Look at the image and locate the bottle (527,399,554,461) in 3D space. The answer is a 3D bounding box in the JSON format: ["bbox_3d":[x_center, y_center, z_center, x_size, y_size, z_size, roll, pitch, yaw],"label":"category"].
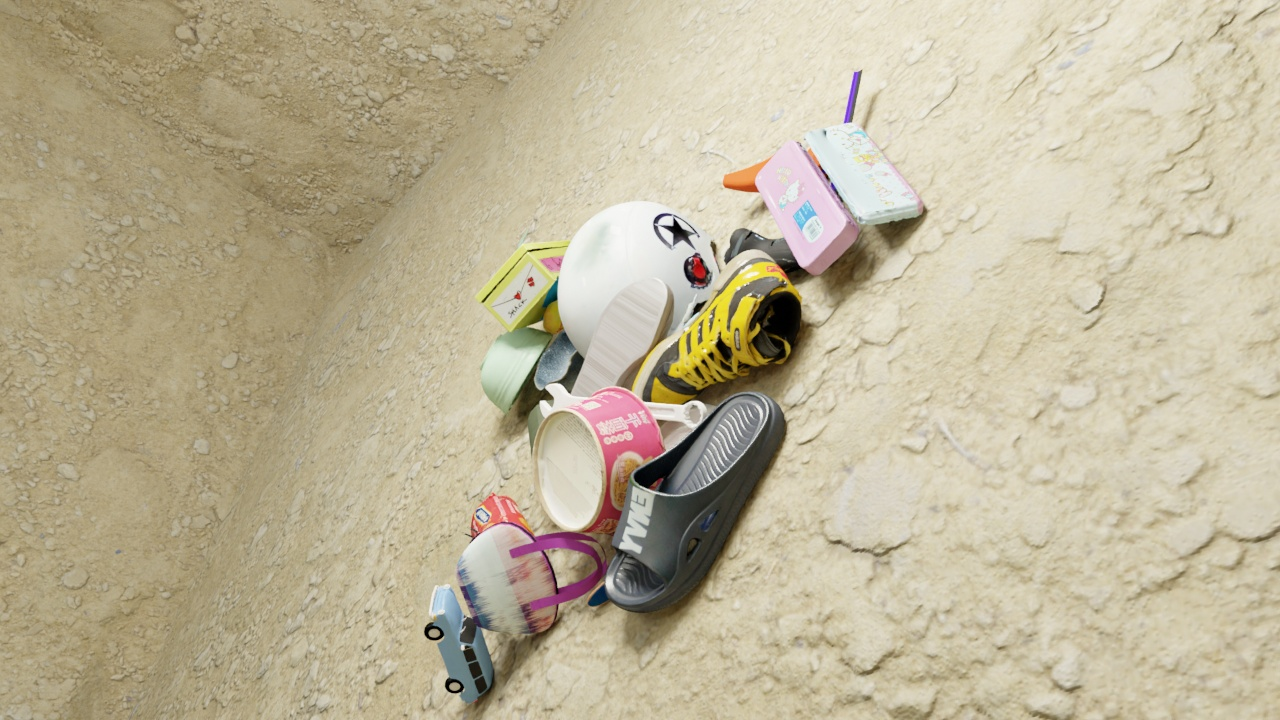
[{"bbox_3d":[-0.108,0.133,1.213,0.071,0.071,0.206,-47,28,16],"label":"bottle"}]

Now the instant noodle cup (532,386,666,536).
[{"bbox_3d":[-0.056,0.120,1.039,0.179,0.077,0.178,5,96,50],"label":"instant noodle cup"}]

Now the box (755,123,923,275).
[{"bbox_3d":[0.217,-0.196,1.042,0.149,0.051,0.213,-28,39,11],"label":"box"}]

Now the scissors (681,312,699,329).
[{"bbox_3d":[0.077,-0.051,1.131,0.130,0.014,0.126,-40,-12,-52],"label":"scissors"}]

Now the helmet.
[{"bbox_3d":[-0.025,-0.107,1.255,0.237,0.163,0.263,-31,36,41],"label":"helmet"}]

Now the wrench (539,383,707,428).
[{"bbox_3d":[-0.028,0.056,1.082,0.274,0.009,0.047,2,93,44],"label":"wrench"}]

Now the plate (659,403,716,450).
[{"bbox_3d":[0.041,0.115,1.052,0.157,0.014,0.156,-39,31,28],"label":"plate"}]

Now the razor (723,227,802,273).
[{"bbox_3d":[0.161,-0.133,1.089,0.141,0.064,0.052,0,42,46],"label":"razor"}]

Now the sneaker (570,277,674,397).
[{"bbox_3d":[-0.007,0.007,1.142,0.099,0.089,0.236,41,113,34],"label":"sneaker"}]

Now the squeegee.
[{"bbox_3d":[0.187,-0.245,1.182,0.185,0.055,0.249,-3,63,39],"label":"squeegee"}]

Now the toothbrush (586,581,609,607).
[{"bbox_3d":[-0.012,0.229,1.001,0.135,0.021,0.017,-44,10,15],"label":"toothbrush"}]

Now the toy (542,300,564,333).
[{"bbox_3d":[-0.095,-0.088,1.449,0.137,0.067,0.105,-38,-12,-6],"label":"toy"}]

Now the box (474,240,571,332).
[{"bbox_3d":[-0.156,-0.124,1.469,0.125,0.082,0.220,-46,-4,21],"label":"box"}]

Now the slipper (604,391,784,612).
[{"bbox_3d":[0.044,0.135,0.935,0.268,0.083,0.111,-55,39,-5],"label":"slipper"}]

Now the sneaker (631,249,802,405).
[{"bbox_3d":[0.091,-0.007,1.034,0.239,0.086,0.122,-53,29,10],"label":"sneaker"}]

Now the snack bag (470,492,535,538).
[{"bbox_3d":[-0.178,0.240,1.203,0.082,0.082,0.176,-55,25,0],"label":"snack bag"}]

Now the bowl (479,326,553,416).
[{"bbox_3d":[-0.207,0.005,1.467,0.151,0.077,0.151,-60,3,5],"label":"bowl"}]

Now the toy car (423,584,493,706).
[{"bbox_3d":[-0.214,0.337,1.091,0.055,0.153,0.056,-11,25,3],"label":"toy car"}]

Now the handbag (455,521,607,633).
[{"bbox_3d":[-0.120,0.245,1.064,0.170,0.144,0.068,-18,7,20],"label":"handbag"}]

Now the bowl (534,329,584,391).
[{"bbox_3d":[-0.107,0.007,1.376,0.111,0.055,0.110,-39,31,28],"label":"bowl"}]
